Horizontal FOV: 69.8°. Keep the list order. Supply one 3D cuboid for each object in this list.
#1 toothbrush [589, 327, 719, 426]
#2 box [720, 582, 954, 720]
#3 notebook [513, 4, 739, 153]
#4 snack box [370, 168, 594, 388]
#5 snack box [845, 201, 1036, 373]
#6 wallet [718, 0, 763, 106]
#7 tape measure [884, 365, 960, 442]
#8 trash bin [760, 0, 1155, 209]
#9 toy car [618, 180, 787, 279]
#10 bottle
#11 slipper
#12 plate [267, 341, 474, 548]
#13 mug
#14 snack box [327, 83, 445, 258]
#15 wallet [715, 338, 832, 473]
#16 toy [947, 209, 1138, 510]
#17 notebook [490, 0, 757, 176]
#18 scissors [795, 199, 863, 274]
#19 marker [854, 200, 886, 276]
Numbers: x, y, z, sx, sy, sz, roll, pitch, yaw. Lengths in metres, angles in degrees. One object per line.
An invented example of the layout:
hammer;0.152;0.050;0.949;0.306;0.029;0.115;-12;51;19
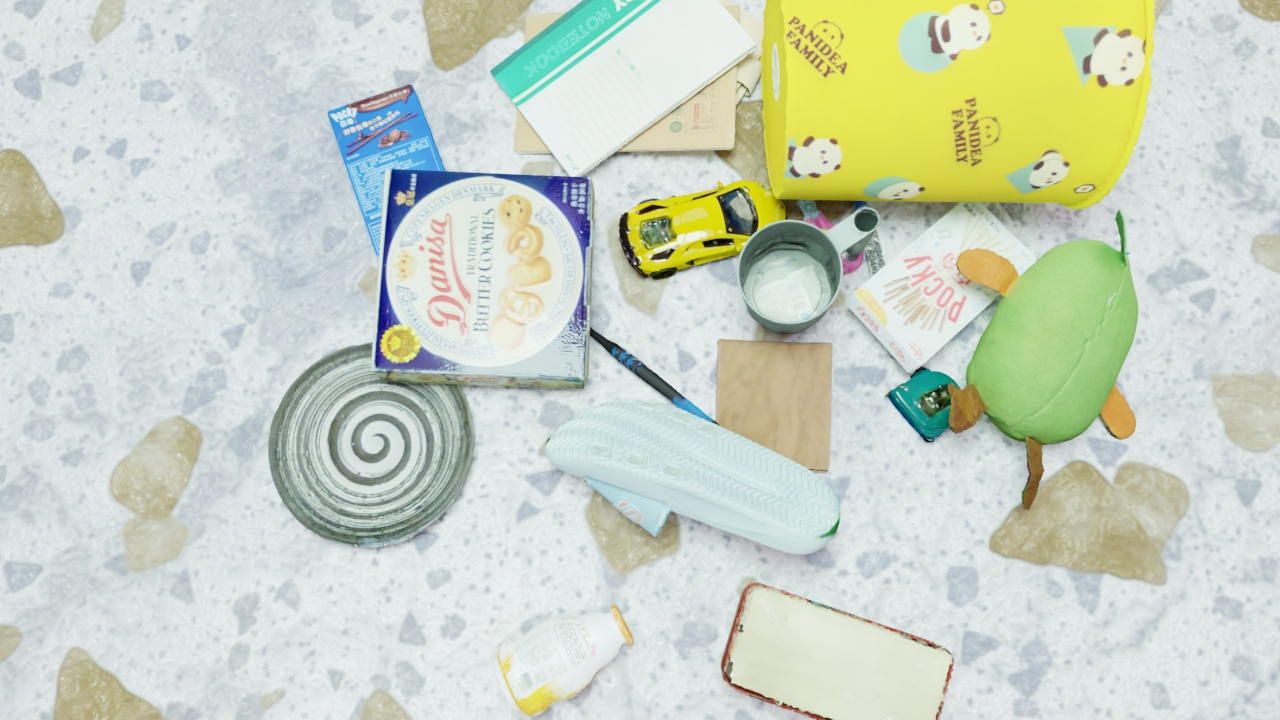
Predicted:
toothbrush;-0.005;0.005;0.805;0.189;0.016;0.014;38;85;13
box;0.153;0.237;0.722;0.168;0.077;0.091;18;79;5
notebook;-0.013;-0.265;0.862;0.208;0.008;0.147;1;77;10
snack box;-0.133;-0.070;0.793;0.182;0.046;0.177;2;79;-2
snack box;0.264;-0.069;0.804;0.156;0.027;0.084;-39;82;-16
wallet;0.074;-0.283;0.871;0.087;0.024;0.115;33;79;7
tape measure;0.250;0.035;0.793;0.054;0.025;0.058;-37;80;-6
trash bin;0.236;-0.232;0.755;0.255;0.230;0.229;-3;77;3
toy car;0.057;-0.122;0.826;0.156;0.041;0.071;-12;77;-3
bottle;-0.060;0.236;0.734;0.108;0.063;0.063;-27;78;-4
slipper;0.040;0.101;0.749;0.245;0.074;0.103;19;36;18
plate;-0.231;0.073;0.797;0.179;0.024;0.179;0;75;1
mug;0.141;-0.077;0.771;0.124;0.103;0.083;-33;82;4
snack box;-0.225;-0.173;0.850;0.084;0.026;0.157;-21;78;-5
wallet;0.116;0.039;0.799;0.101;0.020;0.115;1;80;3
toy;0.340;-0.006;0.766;0.227;0.090;0.246;44;73;-16
notebook;-0.019;-0.282;0.856;0.209;0.012;0.150;-37;73;0
scissors;0.154;-0.135;0.837;0.057;0.017;0.133;-26;80;3
marker;0.210;-0.102;0.829;0.017;0.017;0.145;-9;77;-1
